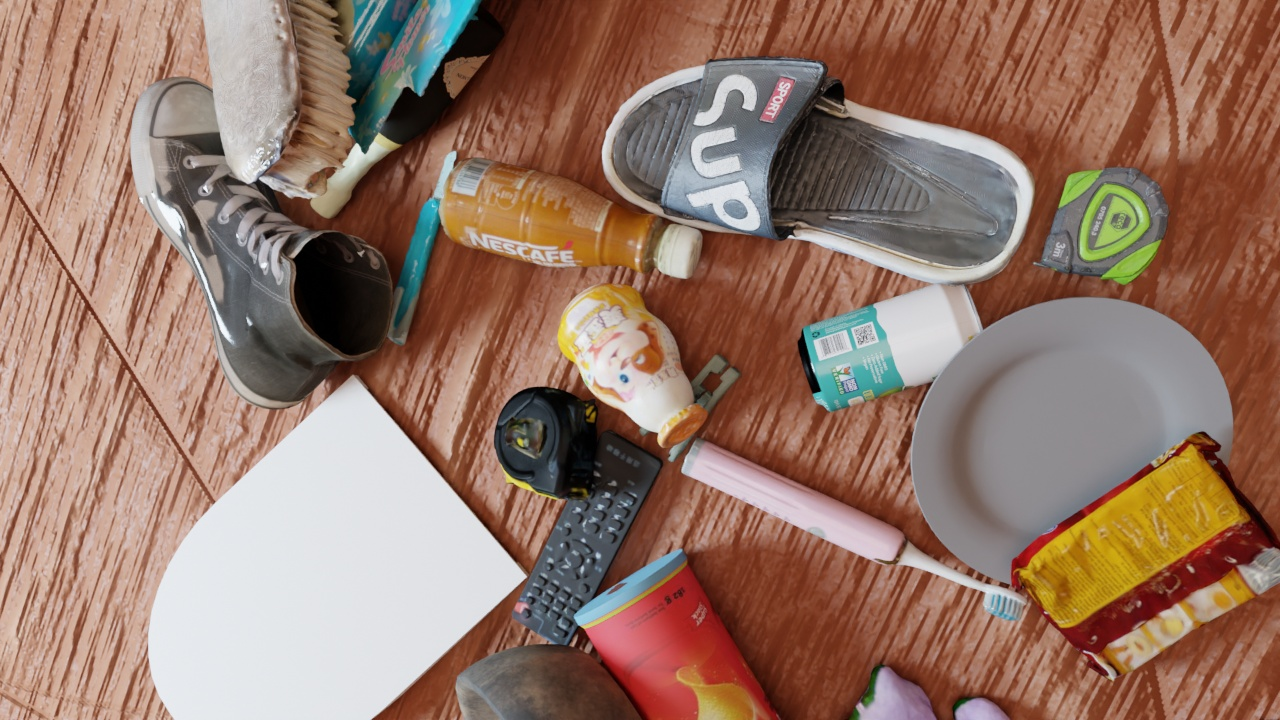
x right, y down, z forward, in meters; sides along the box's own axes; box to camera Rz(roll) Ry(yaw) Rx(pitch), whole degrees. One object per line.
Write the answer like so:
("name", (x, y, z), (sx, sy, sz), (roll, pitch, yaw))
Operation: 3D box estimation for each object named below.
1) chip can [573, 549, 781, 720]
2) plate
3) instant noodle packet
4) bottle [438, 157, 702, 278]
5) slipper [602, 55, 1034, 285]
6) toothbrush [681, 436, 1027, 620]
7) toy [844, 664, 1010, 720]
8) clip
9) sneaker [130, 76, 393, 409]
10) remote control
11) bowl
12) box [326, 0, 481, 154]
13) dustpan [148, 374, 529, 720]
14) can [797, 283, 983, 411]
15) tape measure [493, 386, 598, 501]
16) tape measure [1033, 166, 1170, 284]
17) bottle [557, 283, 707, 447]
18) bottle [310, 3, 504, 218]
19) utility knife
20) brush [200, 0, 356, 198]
("chip can", (0.047, 0.231, 0.570), (0.087, 0.087, 0.213), (-33, 84, 14))
("plate", (0.245, 0.050, 0.529), (0.178, 0.012, 0.178), (1, 106, 2))
("instant noodle packet", (0.287, 0.112, 0.517), (0.136, 0.039, 0.098), (-41, 101, 14))
("bottle", (-0.044, -0.087, 0.591), (0.167, 0.059, 0.059), (15, 96, 12))
("slipper", (0.101, -0.118, 0.552), (0.264, 0.063, 0.111), (20, 97, 10))
("toothbrush", (0.130, 0.105, 0.572), (0.223, 0.027, 0.026), (24, 70, 13))
("toy", (0.177, 0.232, 0.562), (0.100, 0.036, 0.080), (32, 84, 16))
("clip", (0.033, 0.029, 0.596), (0.037, 0.023, 0.075), (42, 100, 10))
("sneaker", (-0.251, -0.091, 0.611), (0.120, 0.095, 0.234), (-20, 88, 38))
("remote control", (-0.036, 0.121, 0.620), (0.047, 0.022, 0.150), (30, 101, 11))
("bowl", (-0.044, 0.248, 0.570), (0.070, 0.163, 0.162), (-27, 84, -28))
("box", (-0.141, -0.246, 0.583), (0.181, 0.039, 0.227), (43, 103, 40))
("dustpan", (-0.234, 0.170, 0.676), (0.258, 0.053, 0.191), (-43, 82, 1))
("can", (0.149, -0.008, 0.547), (0.102, 0.055, 0.055), (-18, 88, 15))
("tape measure", (-0.062, 0.053, 0.602), (0.072, 0.042, 0.071), (4, 87, 40))
("tape measure", (0.267, -0.077, 0.524), (0.059, 0.035, 0.066), (22, 101, 22))
("bottle", (-0.003, 0.003, 0.574), (0.063, 0.063, 0.109), (-44, 68, 12))
("bottle", (-0.167, -0.168, 0.628), (0.185, 0.045, 0.045), (-44, 82, 20))
("utility knife", (-0.153, -0.080, 0.643), (0.022, 0.015, 0.141), (26, 99, 33))
("brush", (-0.237, -0.220, 0.586), (0.083, 0.056, 0.271), (-34, 60, 27))
